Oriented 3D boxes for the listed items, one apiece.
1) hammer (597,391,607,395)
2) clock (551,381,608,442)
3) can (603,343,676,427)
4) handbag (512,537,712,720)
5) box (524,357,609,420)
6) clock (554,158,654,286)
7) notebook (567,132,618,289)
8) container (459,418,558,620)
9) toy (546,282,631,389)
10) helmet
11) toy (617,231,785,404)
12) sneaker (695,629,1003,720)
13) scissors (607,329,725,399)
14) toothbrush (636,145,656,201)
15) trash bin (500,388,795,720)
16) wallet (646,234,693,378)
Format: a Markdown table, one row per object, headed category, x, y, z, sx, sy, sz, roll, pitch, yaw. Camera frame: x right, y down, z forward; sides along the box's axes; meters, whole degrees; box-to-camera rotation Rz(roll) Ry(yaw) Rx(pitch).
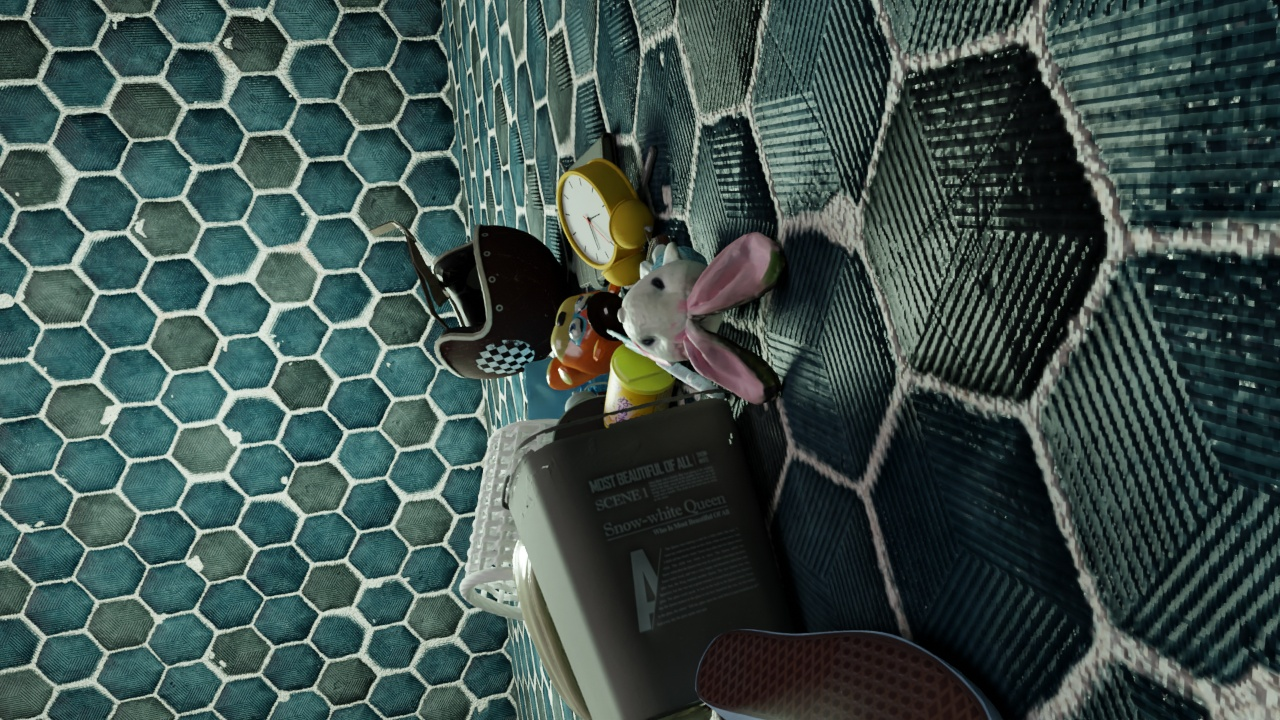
| category | x | y | z | sx | sy | sz | roll | pitch | yaw |
| --- | --- | --- | --- | --- | --- | --- | --- | --- | --- |
| hammer | -0.049 | 0.186 | 1.213 | 0.111 | 0.028 | 0.301 | 17 | 111 | 39 |
| clock | -0.035 | 0.089 | 0.999 | 0.045 | 0.122 | 0.159 | 96 | 174 | -53 |
| can | -0.001 | 0.034 | 0.946 | 0.105 | 0.067 | 0.067 | 101 | 156 | -50 |
| handbag | -0.017 | 0.258 | 0.897 | 0.132 | 0.183 | 0.229 | 163 | 100 | -70 |
| box | -0.100 | 0.110 | 1.260 | 0.094 | 0.110 | 0.232 | -126 | 32 | -63 |
| clock | -0.035 | -0.144 | 0.968 | 0.152 | 0.051 | 0.114 | 48 | 148 | 26 |
| notebook | -0.057 | -0.173 | 1.136 | 0.209 | 0.029 | 0.169 | 178 | 86 | -76 |
| container | -0.101 | 0.192 | 1.071 | 0.190 | 0.189 | 0.186 | 110 | 167 | -59 |
| toy | -0.056 | -0.029 | 1.063 | 0.177 | 0.096 | 0.112 | -25 | 46 | 52 |
| helmet | -0.235 | -0.093 | 1.382 | 0.234 | 0.254 | 0.233 | 63 | -170 | -47 |
| toy | 0.028 | -0.054 | 0.734 | 0.205 | 0.105 | 0.131 | -131 | 40 | -62 |
| sneaker | 0.138 | 0.218 | 0.557 | 0.242 | 0.098 | 0.083 | -12 | 47 | 60 |
| scissors | 0.021 | 0.004 | 0.843 | 0.016 | 0.108 | 0.179 | -56 | 16 | -6 |
| toothbrush | -0.002 | -0.163 | 0.967 | 0.168 | 0.013 | 0.012 | 110 | 149 | -55 |
| trash bin | 0.010 | 0.173 | 0.760 | 0.198 | 0.197 | 0.220 | 115 | 139 | -61 |
| wallet | 0.030 | -0.052 | 0.882 | 0.072 | 0.019 | 0.123 | 104 | 155 | -63 |
